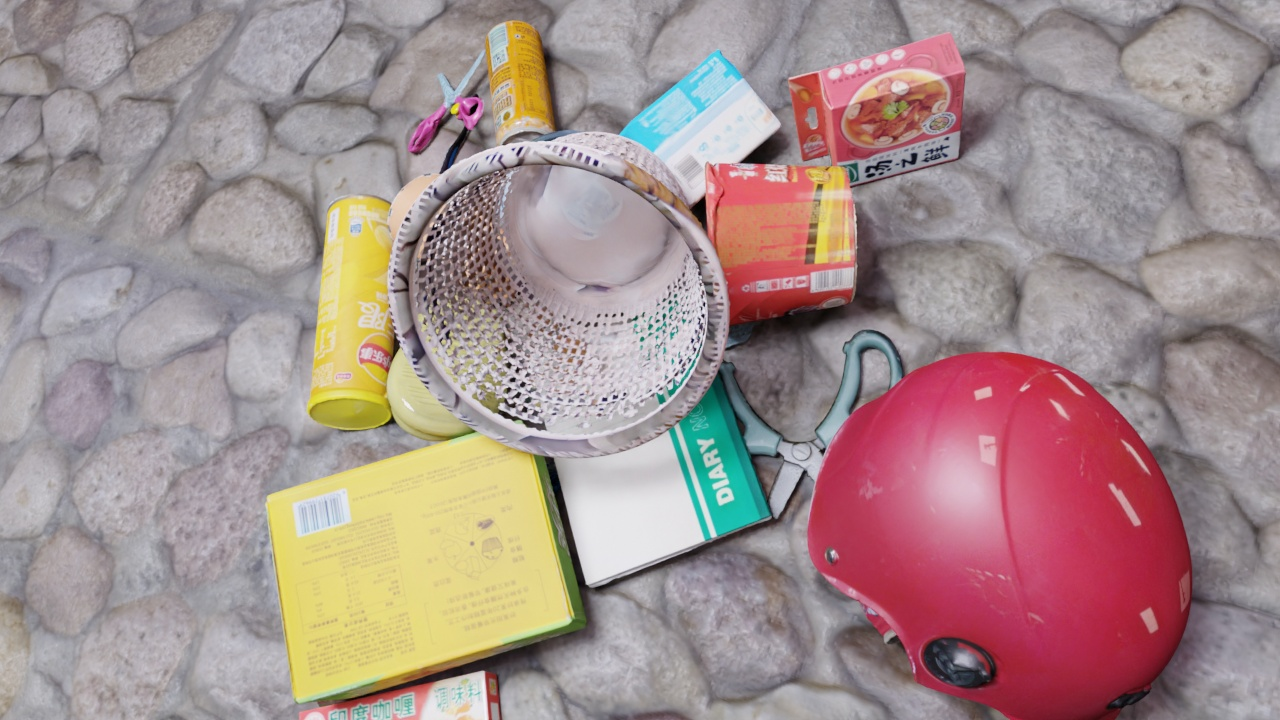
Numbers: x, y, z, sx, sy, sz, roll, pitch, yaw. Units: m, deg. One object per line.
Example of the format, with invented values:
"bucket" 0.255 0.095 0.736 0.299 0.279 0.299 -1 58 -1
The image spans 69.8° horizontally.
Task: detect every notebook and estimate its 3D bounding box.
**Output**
"notebook" 0.000 0.057 0.731 0.150 0.012 0.209 -22 62 8

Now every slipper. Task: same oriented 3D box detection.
"slipper" -0.159 0.013 0.766 0.091 0.082 0.190 14 31 -11

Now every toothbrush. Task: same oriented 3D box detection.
"toothbrush" -0.197 -0.189 0.919 0.016 0.014 0.189 9 70 21

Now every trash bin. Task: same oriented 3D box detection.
"trash bin" -0.045 -0.073 0.677 0.228 0.228 0.191 -9 27 12

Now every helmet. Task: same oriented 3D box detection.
"helmet" 0.233 0.094 0.545 0.240 0.144 0.206 44 51 14

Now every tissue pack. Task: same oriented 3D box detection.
"tissue pack" 0.048 -0.197 0.802 0.140 0.063 0.090 -43 96 -11

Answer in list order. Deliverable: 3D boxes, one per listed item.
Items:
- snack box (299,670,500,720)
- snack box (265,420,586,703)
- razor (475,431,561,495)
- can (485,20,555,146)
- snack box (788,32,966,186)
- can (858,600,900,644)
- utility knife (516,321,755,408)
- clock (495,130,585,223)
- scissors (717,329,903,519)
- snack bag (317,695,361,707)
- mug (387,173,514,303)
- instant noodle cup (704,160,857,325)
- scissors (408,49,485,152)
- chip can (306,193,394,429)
"snack box" -0.180 0.288 0.685 0.156 0.027 0.077 -16 61 9
"snack box" -0.161 0.153 0.693 0.210 0.070 0.157 -17 72 1
"razor" -0.123 0.072 0.771 0.143 0.022 0.042 33 77 27
"can" -0.118 -0.263 0.903 0.058 0.058 0.145 -15 63 10
"snack box" 0.192 -0.196 0.747 0.127 0.113 0.044 -13 64 11
"can" 0.172 0.137 0.626 0.066 0.066 0.093 -26 61 4
"utility knife" -0.005 0.005 0.773 0.213 0.022 0.031 -15 66 5
"clock" -0.057 -0.133 0.825 0.117 0.060 0.158 -40 60 -5
"scissors" 0.129 0.031 0.716 0.179 0.019 0.170 -40 60 -5
"snack bag" -0.244 0.221 0.736 0.048 0.026 0.104 -18 62 18
"mug" -0.162 -0.107 0.831 0.123 0.078 0.078 38 81 29
"instant noodle cup" 0.108 -0.091 0.721 0.108 0.138 0.137 -3 65 6
"scissors" -0.197 -0.261 0.940 0.135 0.017 0.133 -43 45 11
"chip can" -0.259 -0.047 0.838 0.072 0.072 0.213 -11 63 11
